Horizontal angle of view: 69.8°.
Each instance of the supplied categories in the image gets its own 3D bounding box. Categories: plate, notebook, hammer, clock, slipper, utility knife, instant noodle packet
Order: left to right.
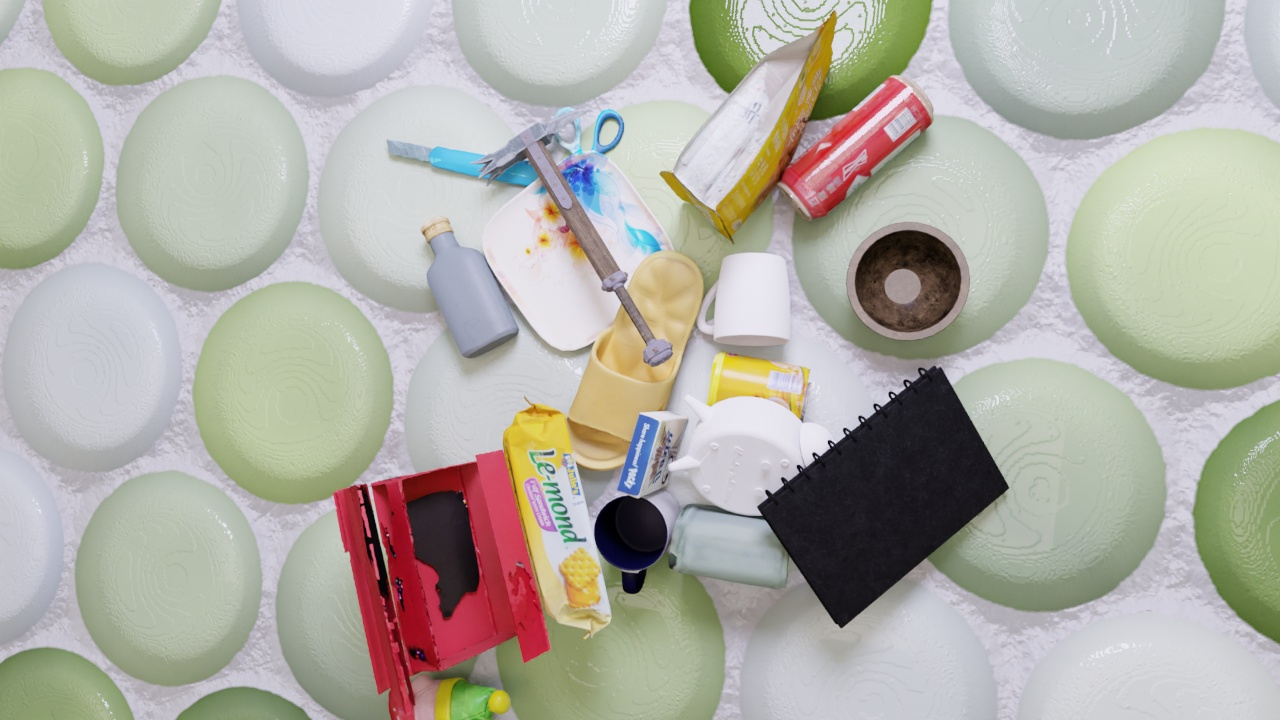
[{"bbox_3d":[-0.203,-0.234,1.077,0.209,0.015,0.031,14,90,7],"label":"utility knife"},{"bbox_3d":[-0.070,-0.123,1.043,0.187,0.016,0.187,-36,88,9],"label":"plate"},{"bbox_3d":[-0.049,-0.129,0.985,0.147,0.028,0.316,-32,72,4],"label":"hammer"},{"bbox_3d":[-0.006,0.006,0.998,0.099,0.078,0.263,23,97,1],"label":"slipper"},{"bbox_3d":[0.114,0.106,0.952,0.161,0.072,0.126,13,130,8],"label":"clock"},{"bbox_3d":[0.126,-0.240,0.939,0.084,0.163,0.222,39,96,11],"label":"instant noodle packet"},{"bbox_3d":[0.246,0.133,0.919,0.231,0.019,0.169,-37,107,-8],"label":"notebook"}]

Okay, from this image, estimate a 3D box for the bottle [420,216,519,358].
[{"bbox_3d":[-0.205,-0.089,1.059,0.072,0.046,0.161,-27,84,9],"label":"bottle"}]

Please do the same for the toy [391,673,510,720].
[{"bbox_3d":[-0.205,0.407,1.033,0.131,0.097,0.124,-21,91,-9],"label":"toy"}]

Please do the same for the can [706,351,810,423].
[{"bbox_3d":[0.127,0.031,0.982,0.105,0.067,0.067,11,91,11],"label":"can"}]

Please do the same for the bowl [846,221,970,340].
[{"bbox_3d":[0.277,-0.080,0.960,0.121,0.056,0.121,0,89,11],"label":"bowl"}]

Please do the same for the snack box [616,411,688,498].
[{"bbox_3d":[0.015,0.095,0.961,0.026,0.150,0.082,18,91,14],"label":"snack box"}]

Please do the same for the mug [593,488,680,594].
[{"bbox_3d":[-0.003,0.195,0.989,0.079,0.097,0.112,5,90,11],"label":"mug"}]

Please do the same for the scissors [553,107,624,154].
[{"bbox_3d":[-0.053,-0.223,1.051,0.090,0.014,0.141,-6,88,5],"label":"scissors"}]

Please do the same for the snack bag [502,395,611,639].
[{"bbox_3d":[-0.095,0.162,0.974,0.068,0.160,0.247,-13,86,-10],"label":"snack bag"}]

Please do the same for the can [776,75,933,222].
[{"bbox_3d":[0.226,-0.222,0.967,0.170,0.067,0.067,-41,82,7],"label":"can"}]

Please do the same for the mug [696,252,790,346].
[{"bbox_3d":[0.107,-0.063,0.990,0.114,0.080,0.087,-4,81,42],"label":"mug"}]

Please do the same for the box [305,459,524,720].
[{"bbox_3d":[-0.240,0.223,0.928,0.124,0.315,0.211,-14,85,13],"label":"box"}]

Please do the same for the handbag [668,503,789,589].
[{"bbox_3d":[0.096,0.198,0.967,0.122,0.106,0.067,6,93,11],"label":"handbag"}]
